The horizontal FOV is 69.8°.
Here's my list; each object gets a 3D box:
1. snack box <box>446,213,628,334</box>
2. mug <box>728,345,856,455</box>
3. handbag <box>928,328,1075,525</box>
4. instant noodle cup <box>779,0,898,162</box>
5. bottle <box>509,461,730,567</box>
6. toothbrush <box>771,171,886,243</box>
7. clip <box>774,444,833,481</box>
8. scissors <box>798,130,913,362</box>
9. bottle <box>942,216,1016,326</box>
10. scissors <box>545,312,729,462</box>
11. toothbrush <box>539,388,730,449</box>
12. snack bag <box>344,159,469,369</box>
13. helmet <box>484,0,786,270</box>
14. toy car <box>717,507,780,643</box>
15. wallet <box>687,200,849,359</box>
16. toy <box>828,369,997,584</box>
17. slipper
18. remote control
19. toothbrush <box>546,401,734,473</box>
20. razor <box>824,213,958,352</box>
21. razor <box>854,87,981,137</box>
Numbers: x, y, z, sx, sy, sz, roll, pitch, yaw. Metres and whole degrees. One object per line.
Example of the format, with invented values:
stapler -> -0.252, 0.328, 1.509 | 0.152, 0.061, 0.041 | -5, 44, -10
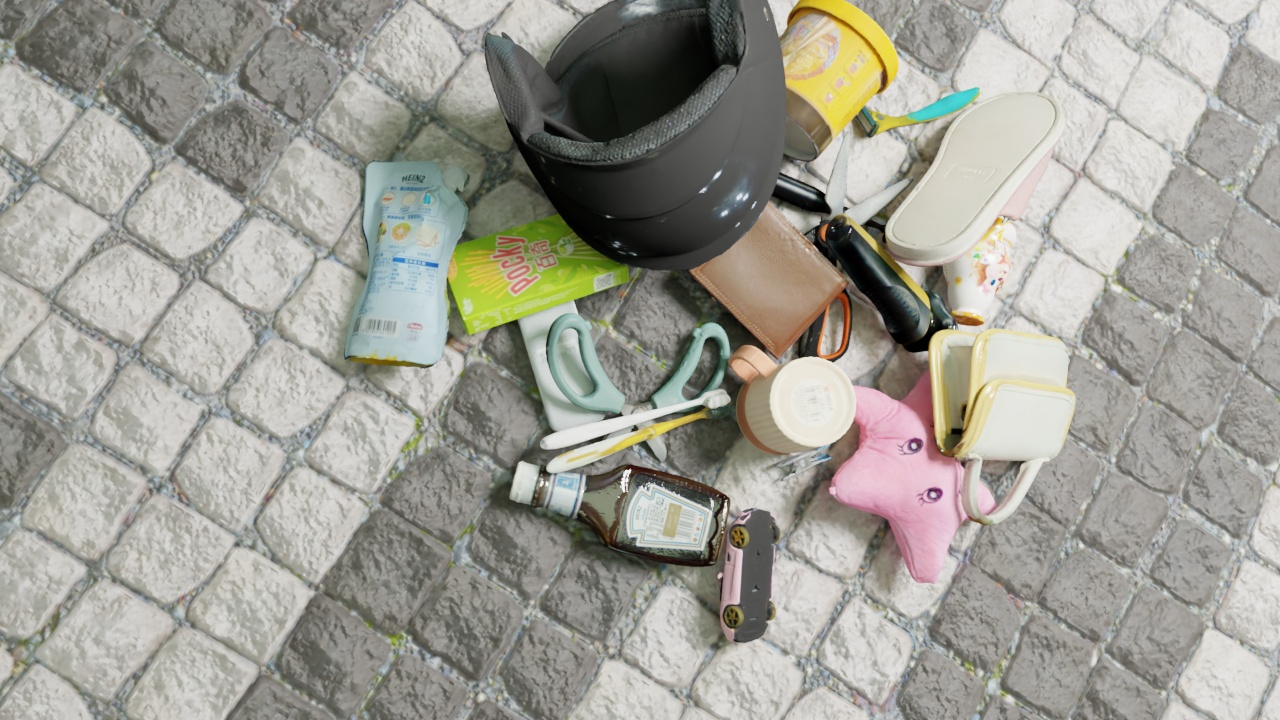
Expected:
snack box -> -0.098, -0.086, 0.840 | 0.156, 0.026, 0.085 | -19, 58, -10
mug -> 0.129, 0.031, 0.831 | 0.081, 0.106, 0.114 | -43, 90, -12
handbag -> 0.338, 0.062, 0.846 | 0.163, 0.063, 0.178 | 6, 82, -37
instant noodle cup -> 0.165, -0.263, 0.877 | 0.118, 0.118, 0.114 | 37, 87, -2
bottle -> -0.020, 0.132, 0.829 | 0.195, 0.044, 0.079 | 15, 80, -5
toothbrush -> 0.164, -0.160, 0.904 | 0.212, 0.026, 0.027 | 23, 65, -5
clip -> 0.154, 0.096, 0.868 | 0.058, 0.026, 0.036 | -22, 94, -10
scissors -> 0.171, -0.101, 0.886 | 0.221, 0.022, 0.228 | -15, 92, -4
bottle -> 0.328, -0.089, 0.899 | 0.063, 0.063, 0.108 | 16, 81, -6
scissors -> -0.004, 0.005, 0.840 | 0.171, 0.019, 0.170 | -47, 111, -10
toothbrush -> -0.003, 0.054, 0.827 | 0.180, 0.016, 0.016 | -14, 112, -14
snack bag -> -0.211, -0.090, 0.824 | 0.110, 0.038, 0.191 | 2, 79, 27
helmet -> 0.011, -0.215, 0.789 | 0.234, 0.230, 0.274 | -12, 39, 15
toy car -> 0.097, 0.194, 0.832 | 0.056, 0.037, 0.122 | 6, 89, -44
wallet -> 0.118, -0.077, 0.857 | 0.124, 0.032, 0.101 | 44, 91, -4
toy -> 0.246, 0.110, 0.850 | 0.178, 0.075, 0.194 | -13, 82, -25
slipper -> 0.321, -0.170, 0.874 | 0.273, 0.114, 0.054 | -50, 135, -30
remote control -> -0.075, -0.003, 0.850 | 0.056, 0.020, 0.136 | -17, 87, -9
toothbrush -> 0.004, 0.069, 0.831 | 0.191, 0.018, 0.016 | -17, 106, -22
razor -> 0.232, -0.073, 0.860 | 0.167, 0.062, 0.067 | 43, 59, -23
razor -> 0.284, -0.255, 0.932 | 0.132, 0.028, 0.043 | -16, 54, -8
